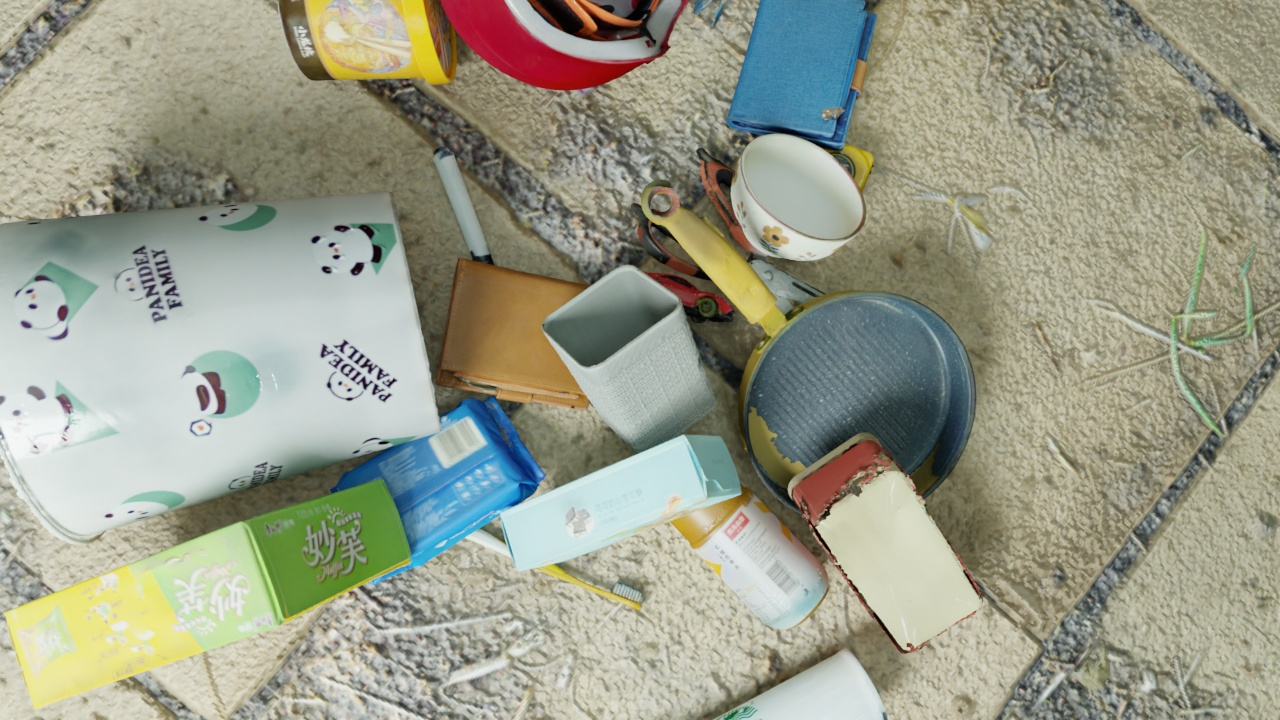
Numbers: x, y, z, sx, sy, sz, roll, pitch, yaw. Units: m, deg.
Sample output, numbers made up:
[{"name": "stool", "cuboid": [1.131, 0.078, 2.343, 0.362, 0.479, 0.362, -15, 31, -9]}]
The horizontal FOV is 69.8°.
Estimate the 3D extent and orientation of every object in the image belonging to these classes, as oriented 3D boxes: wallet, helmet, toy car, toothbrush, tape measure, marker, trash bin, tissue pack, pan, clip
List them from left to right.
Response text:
[{"name": "trash bin", "cuboid": [-0.285, -0.009, 0.658, 0.251, 0.230, 0.229, -11, 87, -13]}, {"name": "tissue pack", "cuboid": [-0.162, 0.102, 0.732, 0.157, 0.052, 0.095, -32, 68, -10]}, {"name": "marker", "cuboid": [-0.146, -0.118, 0.773, 0.018, 0.022, 0.130, -21, 90, 21]}, {"name": "wallet", "cuboid": [-0.095, -0.019, 0.756, 0.131, 0.031, 0.107, 10, 86, -19]}, {"name": "toothbrush", "cuboid": [-0.084, 0.165, 0.763, 0.191, 0.016, 0.018, 25, 73, -4]}, {"name": "helmet", "cuboid": [-0.071, -0.324, 0.732, 0.207, 0.144, 0.239, 29, 61, -27]}, {"name": "toy car", "cuboid": [0.029, -0.054, 0.773, 0.106, 0.049, 0.031, 17, 86, -3]}, {"name": "clip", "cuboid": [0.073, -0.324, 0.808, 0.045, 0.027, 0.058, 41, 83, 6]}, {"name": "pan", "cuboid": [0.124, -0.011, 0.722, 0.357, 0.078, 0.198, 43, 93, -15]}, {"name": "wallet", "cuboid": [0.142, -0.254, 0.796, 0.106, 0.040, 0.133, 14, 80, 10]}, {"name": "tape measure", "cuboid": [0.170, -0.163, 0.805, 0.060, 0.029, 0.057, 21, 88, 13]}]

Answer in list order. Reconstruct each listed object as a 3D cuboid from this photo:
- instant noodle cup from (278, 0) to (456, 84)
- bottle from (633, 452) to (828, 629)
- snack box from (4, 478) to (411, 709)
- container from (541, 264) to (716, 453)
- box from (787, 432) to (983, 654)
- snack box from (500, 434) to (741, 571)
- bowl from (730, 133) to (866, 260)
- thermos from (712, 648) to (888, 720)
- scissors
[{"name": "instant noodle cup", "cuboid": [-0.216, -0.277, 0.733, 0.114, 0.118, 0.118, -5, 87, 2]}, {"name": "bottle", "cuboid": [0.071, 0.135, 0.754, 0.068, 0.068, 0.189, -44, 88, -7]}, {"name": "snack box", "cuboid": [-0.292, 0.156, 0.638, 0.210, 0.157, 0.070, -22, 86, 16]}, {"name": "container", "cuboid": [-0.004, 0.004, 0.720, 0.090, 0.090, 0.114, -35, 129, -11]}, {"name": "box", "cuboid": [0.200, 0.150, 0.728, 0.091, 0.080, 0.168, -35, 113, 5]}, {"name": "snack box", "cuboid": [-0.016, 0.109, 0.703, 0.175, 0.074, 0.051, -26, 76, 22]}, {"name": "bowl", "cuboid": [0.121, -0.124, 0.756, 0.113, 0.062, 0.113, 13, 52, -18]}, {"name": "thermos", "cuboid": [0.085, 0.314, 0.744, 0.224, 0.073, 0.073, -25, 89, -7]}, {"name": "scissors", "cuboid": [0.089, -0.086, 0.775, 0.188, 0.015, 0.226, -13, 75, -33]}]
